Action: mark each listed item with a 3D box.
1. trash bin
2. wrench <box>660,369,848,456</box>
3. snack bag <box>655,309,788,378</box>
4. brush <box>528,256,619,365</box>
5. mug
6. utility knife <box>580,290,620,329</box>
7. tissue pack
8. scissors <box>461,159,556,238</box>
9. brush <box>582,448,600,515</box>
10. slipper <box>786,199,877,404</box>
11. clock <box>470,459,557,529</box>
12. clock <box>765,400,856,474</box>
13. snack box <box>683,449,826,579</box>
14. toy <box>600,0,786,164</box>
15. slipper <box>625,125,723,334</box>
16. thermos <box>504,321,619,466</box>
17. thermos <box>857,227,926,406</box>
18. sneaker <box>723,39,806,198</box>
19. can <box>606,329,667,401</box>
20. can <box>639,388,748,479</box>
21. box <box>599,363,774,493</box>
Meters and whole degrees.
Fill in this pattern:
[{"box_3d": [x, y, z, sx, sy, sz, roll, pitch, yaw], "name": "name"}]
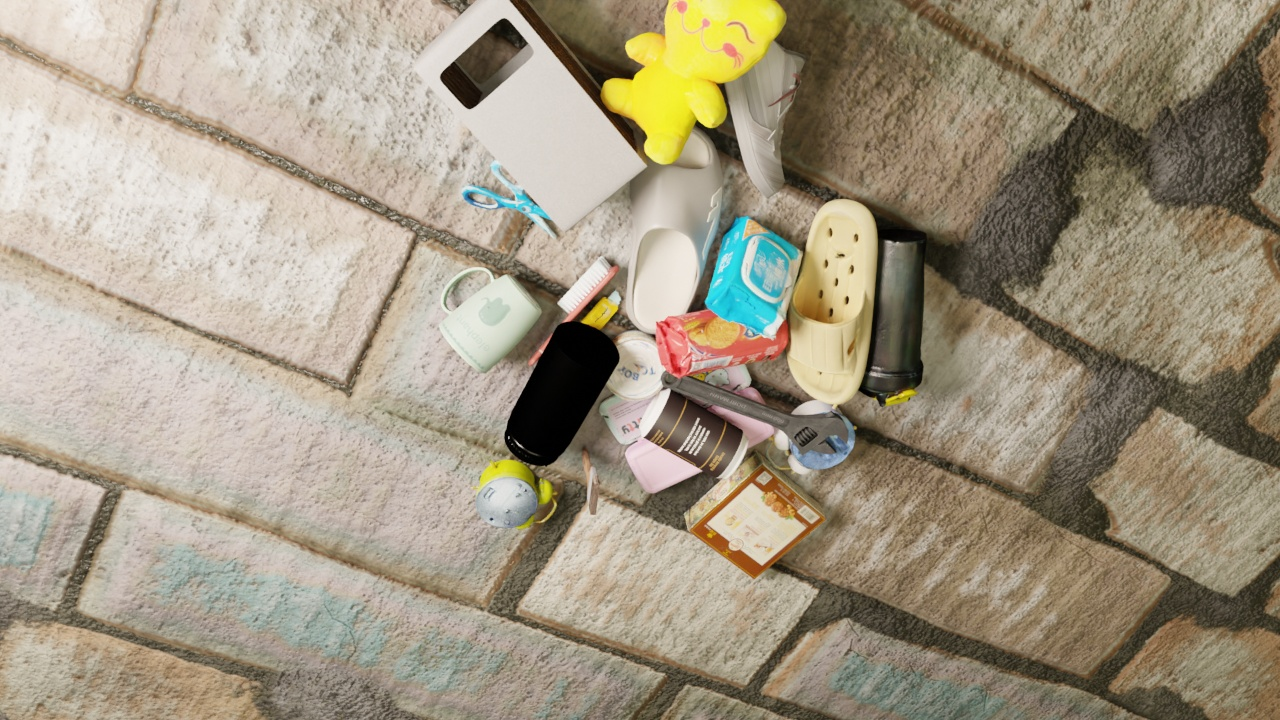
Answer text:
[{"box_3d": [-0.110, -0.271, 0.975, 0.115, 0.114, 0.229, -36, 115, 16], "name": "trash bin"}, {"box_3d": [0.149, 0.064, 1.179, 0.273, 0.018, 0.073, 21, 115, -17], "name": "wrench"}, {"box_3d": [0.101, -0.026, 1.136, 0.176, 0.082, 0.082, -10, 119, -24], "name": "snack bag"}, {"box_3d": [-0.092, -0.061, 1.136, 0.030, 0.040, 0.173, 42, 108, -5], "name": "brush"}, {"box_3d": [-0.187, -0.059, 1.104, 0.104, 0.084, 0.111, -42, 86, 3], "name": "mug"}, {"box_3d": [-0.079, -0.029, 1.164, 0.030, 0.017, 0.159, 33, 106, -32], "name": "utility knife"}, {"box_3d": [0.137, -0.098, 1.092, 0.093, 0.144, 0.062, 30, 148, -19], "name": "tissue pack"}, {"box_3d": [-0.146, -0.179, 1.066, 0.118, 0.013, 0.140, -10, 146, 31], "name": "scissors"}, {"box_3d": [-0.066, 0.146, 1.182, 0.008, 0.143, 0.045, 4, 107, -11], "name": "brush"}, {"box_3d": [0.224, -0.066, 1.125, 0.079, 0.111, 0.262, -18, 120, -45], "name": "slipper"}, {"box_3d": [-0.169, 0.185, 1.237, 0.119, 0.057, 0.083, 32, 108, -20], "name": "clock"}, {"box_3d": [0.230, 0.107, 1.250, 0.125, 0.052, 0.089, -32, 117, 9], "name": "clock"}, {"box_3d": [0.163, 0.222, 1.306, 0.143, 0.041, 0.147, 40, 106, -23], "name": "snack box"}, {"box_3d": [0.058, -0.299, 0.928, 0.134, 0.087, 0.194, 47, 119, 18], "name": "toy"}, {"box_3d": [0.036, -0.142, 1.083, 0.113, 0.080, 0.266, 7, 116, -7], "name": "slipper"}, {"box_3d": [-0.107, 0.053, 1.149, 0.086, 0.086, 0.199, 21, 125, -16], "name": "thermos"}, {"box_3d": [0.316, -0.052, 1.158, 0.098, 0.098, 0.221, -2, 113, -6], "name": "thermos"}, {"box_3d": [0.142, -0.298, 1.007, 0.089, 0.099, 0.236, -13, 115, 12], "name": "sneaker"}, {"box_3d": [-0.007, 0.007, 1.168, 0.086, 0.043, 0.086, -1, 105, -2], "name": "can"}, {"box_3d": [0.067, 0.094, 1.172, 0.128, 0.071, 0.072, 30, 110, -6], "name": "can"}, {"box_3d": [0.063, 0.077, 1.223, 0.201, 0.037, 0.153, -27, 110, 6], "name": "box"}]
